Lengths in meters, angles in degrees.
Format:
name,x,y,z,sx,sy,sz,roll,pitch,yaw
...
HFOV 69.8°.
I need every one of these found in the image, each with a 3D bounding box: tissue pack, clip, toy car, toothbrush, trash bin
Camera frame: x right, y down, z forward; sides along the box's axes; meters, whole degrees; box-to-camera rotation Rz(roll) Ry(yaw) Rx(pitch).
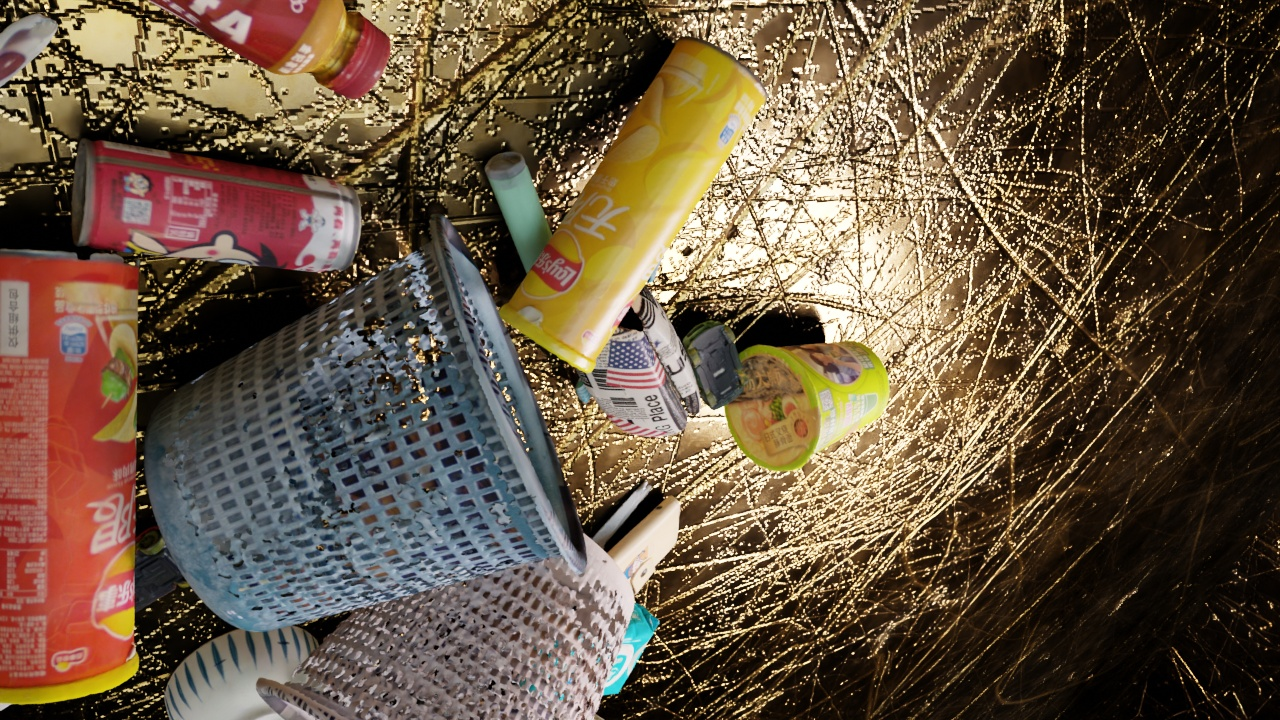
name,x,y,z,sx,sy,sz,roll,pitch,yaw
tissue pack,-0.051,0.292,0.917,0.133,0.050,0.093,8,118,-41
clip,0.007,-0.082,0.680,0.039,0.014,0.056,-3,124,-34
toy car,0.060,0.003,0.771,0.043,0.036,0.091,-32,138,-9
toothbrush,-0.338,-0.093,0.414,0.187,0.017,0.016,-40,139,-1
toy car,-0.333,0.141,0.600,0.106,0.031,0.049,-30,137,-11
trash bin,-0.161,0.054,0.541,0.195,0.226,0.227,-22,136,-3
trash bin,-0.111,0.209,0.638,0.191,0.228,0.228,-56,147,-32
toothbrush,-0.062,-0.049,0.647,0.027,0.026,0.225,-56,147,-31

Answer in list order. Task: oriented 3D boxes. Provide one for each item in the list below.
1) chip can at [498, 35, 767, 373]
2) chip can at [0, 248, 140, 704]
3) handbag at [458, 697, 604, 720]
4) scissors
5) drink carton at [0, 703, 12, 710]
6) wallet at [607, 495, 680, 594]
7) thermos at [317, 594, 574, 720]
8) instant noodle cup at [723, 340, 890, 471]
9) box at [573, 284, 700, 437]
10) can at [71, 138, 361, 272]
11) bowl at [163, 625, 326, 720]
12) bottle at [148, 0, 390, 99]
name,x,y,z,sx,sy,sz,roll,pitch,yaw
chip can,-0.005,-0.098,0.591,0.072,0.072,0.213,32,91,-47
chip can,-0.290,0.054,0.457,0.073,0.073,0.216,-1,94,-36
handbag,-0.102,0.379,0.889,0.204,0.148,0.100,15,93,-43
scissors,-0.041,0.185,0.851,0.174,0.012,0.108,-27,113,-10
drink carton,-0.367,0.133,0.499,0.045,0.122,0.053,-28,135,-1
wallet,-0.005,0.190,0.868,0.114,0.024,0.087,-40,149,-30
thermos,-0.152,0.234,0.748,0.242,0.068,0.090,-38,126,-23
instant noodle cup,0.156,0.031,0.820,0.123,0.112,0.112,-13,131,-37
box,-0.006,0.007,0.696,0.088,0.076,0.163,-29,145,-2
can,-0.221,-0.079,0.485,0.132,0.053,0.053,3,122,-38
bowl,-0.297,0.267,0.705,0.116,0.066,0.117,-20,134,-23
bottle,-0.196,-0.180,0.417,0.174,0.057,0.057,26,106,-46
